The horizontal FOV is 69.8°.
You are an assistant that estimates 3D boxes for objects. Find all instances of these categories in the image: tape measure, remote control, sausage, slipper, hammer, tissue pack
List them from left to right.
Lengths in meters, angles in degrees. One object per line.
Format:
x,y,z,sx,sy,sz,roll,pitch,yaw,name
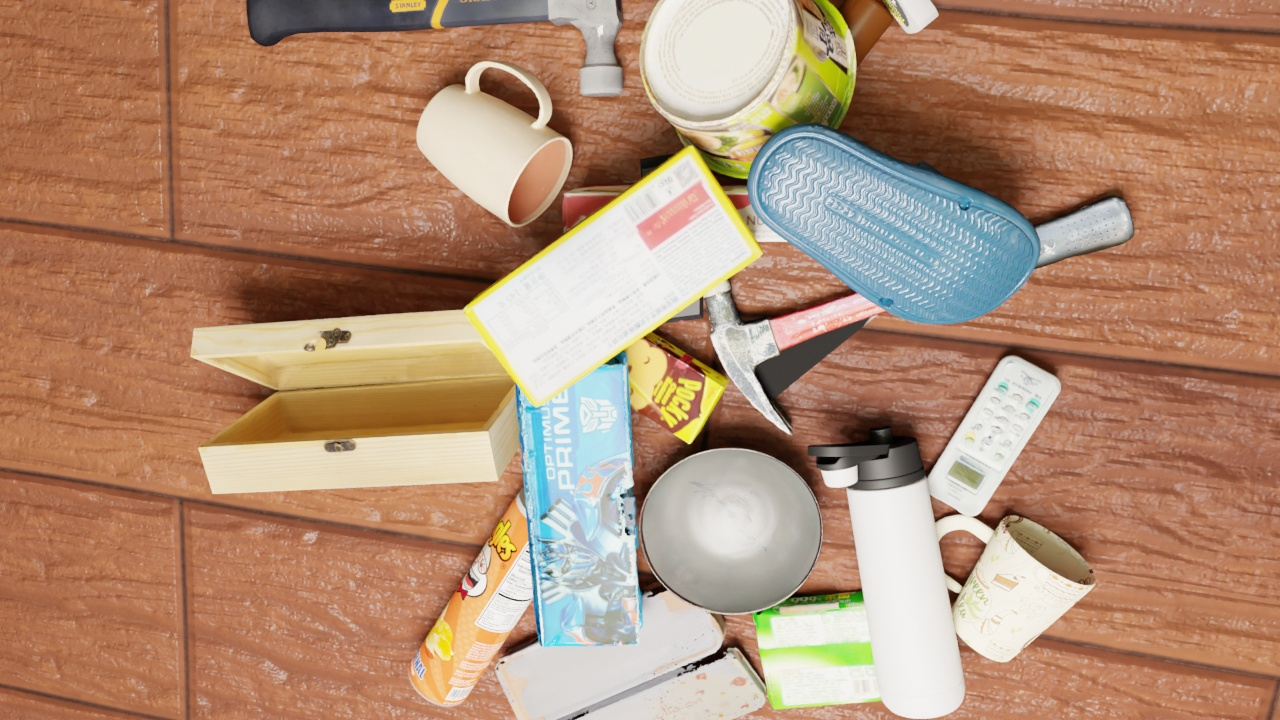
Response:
-0.170,-0.279,0.740,0.313,0.035,0.139,0,101,10,hammer
0.022,-0.089,0.685,0.039,0.010,0.125,-7,105,11,remote control
0.131,-0.210,0.702,0.040,0.040,0.156,38,106,0,sausage
0.159,0.252,0.804,0.114,0.034,0.099,-8,101,10,tissue pack
0.171,-0.093,0.636,0.213,0.059,0.104,23,117,-10,slipper
0.187,-0.268,0.665,0.017,0.065,0.064,-37,97,15,tape measure
0.218,-0.048,0.727,0.327,0.036,0.140,-19,97,13,hammer
0.284,0.061,0.744,0.050,0.022,0.133,31,106,13,remote control

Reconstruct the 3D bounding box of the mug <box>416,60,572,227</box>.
-0.114,-0.179,0.722,0.104,0.085,0.112,33,123,12,mug

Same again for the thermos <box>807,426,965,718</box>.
0.198,0.171,0.740,0.101,0.069,0.230,-12,93,-28,thermos

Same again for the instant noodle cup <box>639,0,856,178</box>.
0.072,-0.211,0.655,0.146,0.097,0.146,-3,84,29,instant noodle cup

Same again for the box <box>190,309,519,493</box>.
-0.225,0.028,0.770,0.249,0.140,0.148,-3,98,10,box

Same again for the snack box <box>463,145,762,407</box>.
-0.020,-0.059,0.661,0.201,0.042,0.092,-34,101,8,snack box

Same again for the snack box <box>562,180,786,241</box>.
0.080,-0.118,0.713,0.273,0.076,0.044,1,107,10,snack box

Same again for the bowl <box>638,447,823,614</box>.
0.078,0.136,0.779,0.151,0.056,0.151,2,103,9,bowl

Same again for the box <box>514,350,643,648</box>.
-0.046,0.116,0.741,0.090,0.066,0.243,-6,103,-15,box

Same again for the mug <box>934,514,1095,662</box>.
0.288,0.178,0.754,0.122,0.080,0.097,37,114,22,mug

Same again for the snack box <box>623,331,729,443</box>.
-0.005,0.004,0.768,0.149,0.025,0.061,32,112,9,snack box

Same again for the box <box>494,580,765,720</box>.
-0.010,0.294,0.841,0.217,0.063,0.157,-27,108,14,box

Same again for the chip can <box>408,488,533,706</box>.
-0.134,0.215,0.830,0.062,0.062,0.211,33,106,1,chip can
